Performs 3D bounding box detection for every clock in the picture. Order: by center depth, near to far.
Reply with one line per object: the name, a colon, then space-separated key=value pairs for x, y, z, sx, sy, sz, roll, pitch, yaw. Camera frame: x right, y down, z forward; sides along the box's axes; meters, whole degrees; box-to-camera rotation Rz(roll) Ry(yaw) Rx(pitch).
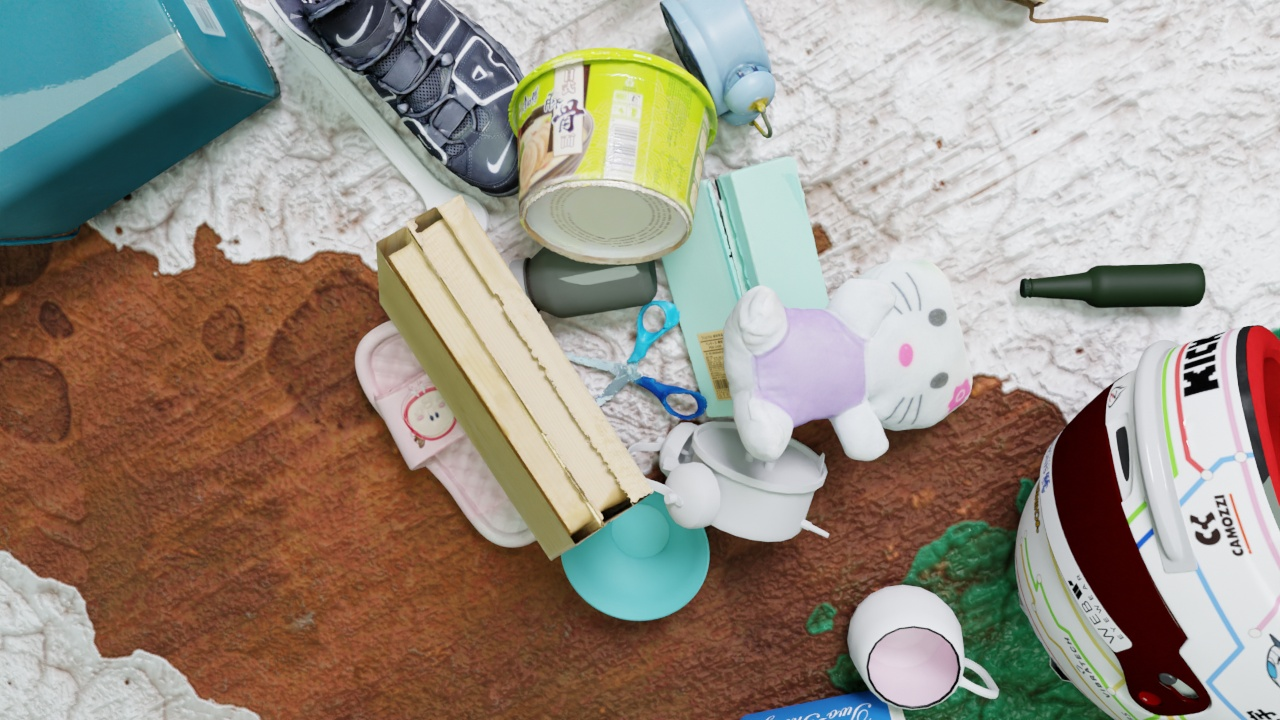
clock: x=0.061 y=-0.213 z=0.653 sx=0.052 sy=0.088 sz=0.124 roll=-28 pitch=96 yaw=5
clock: x=0.067 y=0.087 z=0.709 sx=0.159 sy=0.119 sz=0.061 roll=12 pitch=109 yaw=-7

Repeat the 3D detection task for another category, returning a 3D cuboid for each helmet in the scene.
helmet: x=0.376 y=0.141 z=0.621 sx=0.314 sy=0.230 sz=0.237 roll=46 pitch=138 yaw=-8

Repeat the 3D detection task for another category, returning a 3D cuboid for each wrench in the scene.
wrench: x=-0.221 y=-0.198 z=0.731 sx=0.047 sy=0.009 sz=0.273 roll=-40 pitch=95 yaw=14

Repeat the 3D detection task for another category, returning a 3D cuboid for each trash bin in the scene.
trash bin: x=-0.413 y=-0.218 z=0.666 sx=0.219 sy=0.199 sz=0.196 roll=-25 pitch=99 yaw=5

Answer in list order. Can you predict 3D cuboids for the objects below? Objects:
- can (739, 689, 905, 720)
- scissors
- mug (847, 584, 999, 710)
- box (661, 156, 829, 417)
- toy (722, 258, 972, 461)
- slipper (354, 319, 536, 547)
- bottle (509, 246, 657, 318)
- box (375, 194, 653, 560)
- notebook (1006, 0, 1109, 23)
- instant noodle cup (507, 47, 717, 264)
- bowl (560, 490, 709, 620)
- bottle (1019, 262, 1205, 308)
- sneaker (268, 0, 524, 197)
can: x=0.152 y=0.328 z=0.770 sx=0.146 sy=0.078 sz=0.079 roll=-16 pitch=100 yaw=10
scissors: x=-0.001 y=0.014 z=0.744 sx=0.127 sy=0.014 sz=0.128 roll=46 pitch=111 yaw=-2
mug: x=0.229 y=0.235 z=0.740 sx=0.124 sy=0.076 sz=0.090 roll=25 pitch=104 yaw=1
box: x=0.085 y=-0.054 z=0.717 sx=0.113 sy=0.078 sz=0.187 roll=-11 pitch=101 yaw=39
toy: x=0.150 y=0.001 z=0.661 sx=0.208 sy=0.086 sz=0.137 roll=-9 pitch=97 yaw=-29
slipper: x=-0.147 y=0.060 z=0.759 sx=0.107 sy=0.055 sz=0.221 roll=-34 pitch=97 yaw=11
bottle: x=-0.044 y=-0.065 z=0.714 sx=0.108 sy=0.060 sz=0.060 roll=-9 pitch=102 yaw=9
box: x=-0.099 y=0.020 z=0.671 sx=0.091 sy=0.128 sz=0.249 roll=-34 pitch=85 yaw=-11
notebook: x=0.257 y=-0.354 z=0.616 sx=0.190 sy=0.034 sz=0.216 roll=19 pitch=104 yaw=7
instant noodle cup: x=-0.021 y=-0.133 z=0.635 sx=0.146 sy=0.146 sz=0.097 roll=0 pitch=71 yaw=7
bowl: x=-0.003 y=0.151 z=0.765 sx=0.121 sy=0.046 sz=0.121 roll=2 pitch=103 yaw=7
bottle: x=0.348 y=-0.055 z=0.682 sx=0.123 sy=0.033 sz=0.033 roll=-1 pitch=103 yaw=8
sneaker: x=-0.170 y=-0.220 z=0.647 sx=0.097 sy=0.150 sz=0.252 roll=-43 pitch=96 yaw=13
